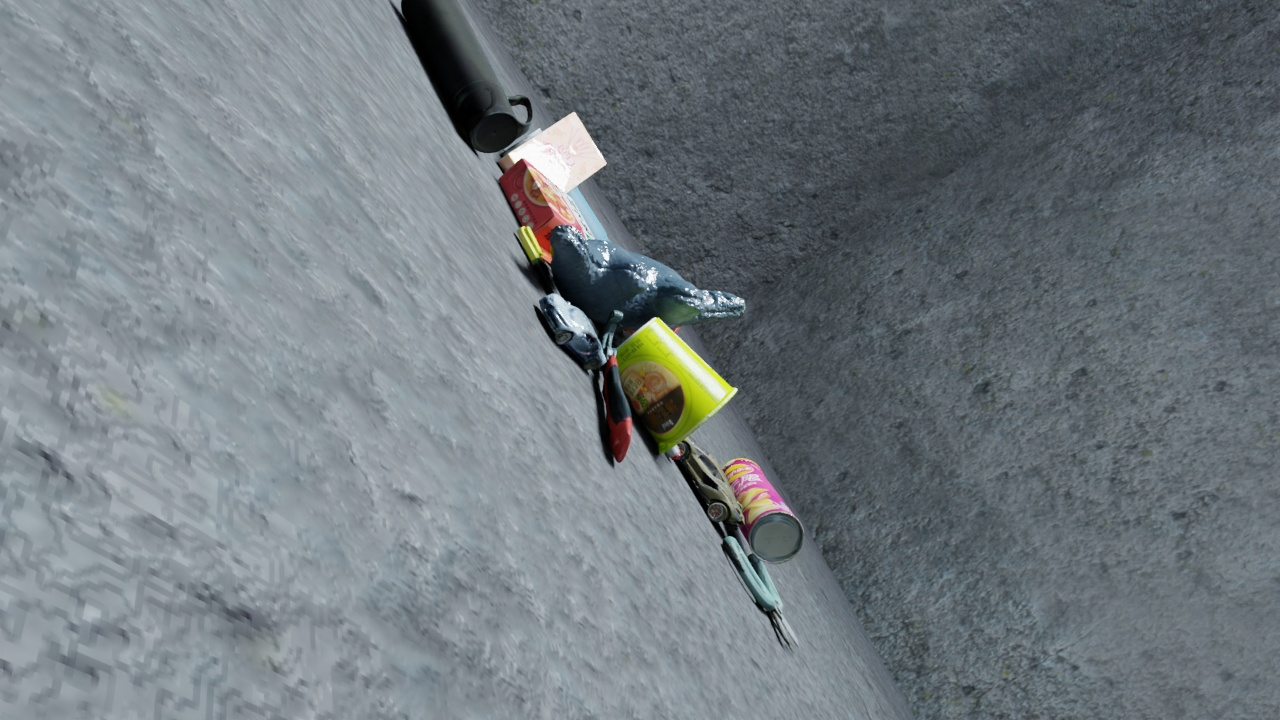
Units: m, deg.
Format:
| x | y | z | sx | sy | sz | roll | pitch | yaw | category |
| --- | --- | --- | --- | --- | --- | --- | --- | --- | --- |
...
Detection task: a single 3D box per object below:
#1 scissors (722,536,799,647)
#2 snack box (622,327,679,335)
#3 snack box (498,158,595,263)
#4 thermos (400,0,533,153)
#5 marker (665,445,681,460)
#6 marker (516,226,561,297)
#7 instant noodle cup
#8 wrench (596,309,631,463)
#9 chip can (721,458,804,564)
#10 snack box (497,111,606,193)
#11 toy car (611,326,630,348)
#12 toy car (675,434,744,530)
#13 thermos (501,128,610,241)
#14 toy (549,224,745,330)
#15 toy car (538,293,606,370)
| x | y | z | sx | sy | sz | roll | pitch | yaw | category |
| --- | --- | --- | --- | --- | --- | --- | --- | --- | --- |
| 0.140 | 0.262 | 1.109 | 0.170 | 0.019 | 0.171 | 57 | 7 | -23 | scissors |
| -0.003 | -0.078 | 1.186 | 0.127 | 0.044 | 0.113 | 29 | 35 | 5 | snack box |
| -0.101 | -0.162 | 1.088 | 0.113 | 0.044 | 0.127 | 33 | 24 | -56 | snack box |
| -0.203 | -0.348 | 1.085 | 0.242 | 0.089 | 0.069 | 61 | -35 | 26 | thermos |
| 0.004 | 0.052 | 1.071 | 0.145 | 0.017 | 0.017 | 59 | 6 | 3 | marker |
| -0.098 | -0.089 | 0.953 | 0.124 | 0.015 | 0.018 | 62 | 12 | 20 | marker |
| 0.025 | 0.022 | 1.018 | 0.123 | 0.112 | 0.111 | 50 | 6 | 1 | instant noodle cup |
| -0.025 | 0.021 | 0.874 | 0.016 | 0.056 | 0.273 | 17 | 23 | -12 | wrench |
| 0.154 | 0.194 | 1.209 | 0.071 | 0.071 | 0.210 | 57 | 1 | -13 | chip can |
| -0.114 | -0.263 | 1.221 | 0.084 | 0.026 | 0.156 | 57 | 44 | -14 | snack box |
| -0.007 | 0.006 | 1.126 | 0.121 | 0.037 | 0.054 | 59 | 5 | -27 | toy car |
| 0.077 | 0.138 | 1.124 | 0.158 | 0.042 | 0.070 | 56 | 5 | 3 | toy car |
| -0.108 | -0.213 | 1.281 | 0.220 | 0.070 | 0.070 | 57 | 6 | -15 | thermos |
| -0.010 | -0.086 | 1.048 | 0.355 | 0.138 | 0.091 | 14 | 74 | -50 | toy |
| -0.062 | -0.028 | 0.867 | 0.049 | 0.031 | 0.105 | 61 | 7 | 30 | toy car |
